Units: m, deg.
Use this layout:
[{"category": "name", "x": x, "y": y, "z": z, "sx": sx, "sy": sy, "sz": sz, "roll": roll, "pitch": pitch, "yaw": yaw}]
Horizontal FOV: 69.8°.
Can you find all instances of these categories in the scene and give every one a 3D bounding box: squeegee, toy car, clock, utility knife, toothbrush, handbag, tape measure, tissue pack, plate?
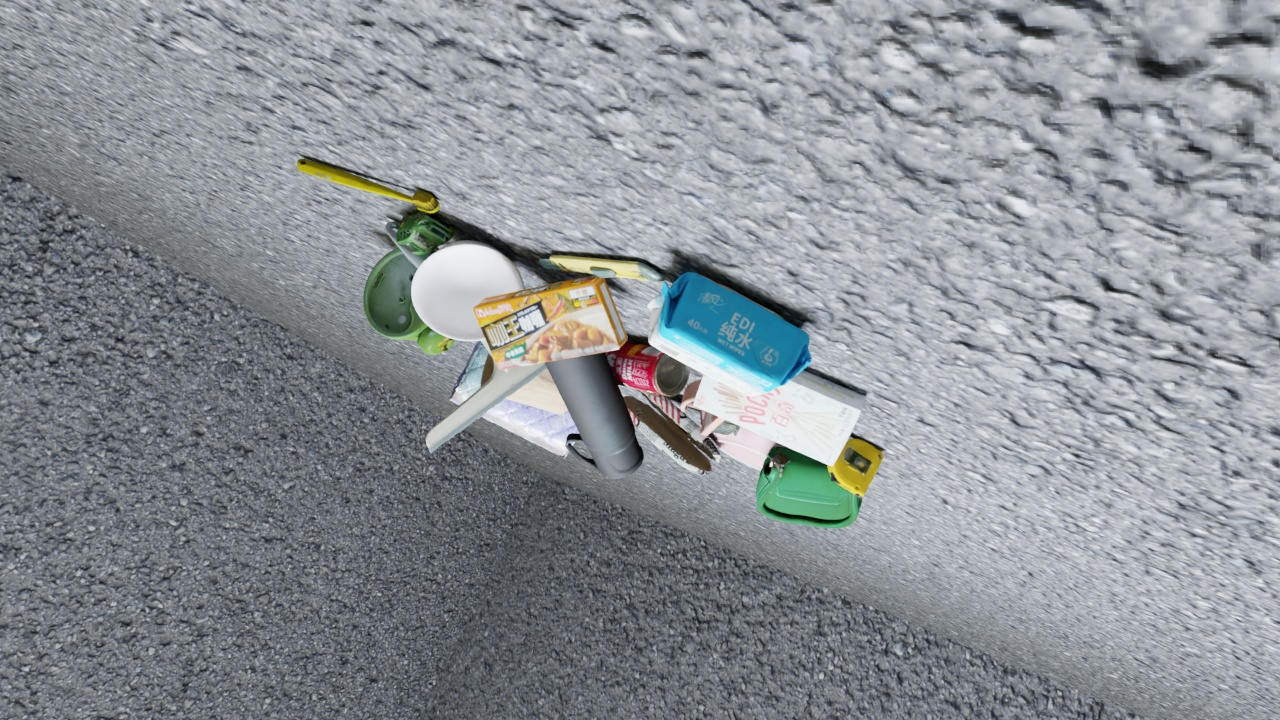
[{"category": "squeegee", "x": -0.210, "y": -0.067, "z": 1.042, "sx": 0.246, "sy": 0.245, "sz": 0.039, "roll": 52, "pitch": 153, "yaw": 2}, {"category": "toy car", "x": -0.234, "y": -0.137, "z": 0.989, "sx": 0.043, "sy": 0.036, "sz": 0.091, "roll": 34, "pitch": 161, "yaw": -27}, {"category": "clock", "x": -0.265, "y": -0.073, "z": 1.127, "sx": 0.161, "sy": 0.116, "sz": 0.056, "roll": 23, "pitch": 179, "yaw": 26}, {"category": "utility knife", "x": -0.043, "y": -0.090, "z": 0.870, "sx": 0.178, "sy": 0.019, "sz": 0.031, "roll": 17, "pitch": 160, "yaw": 49}, {"category": "toothbrush", "x": -0.283, "y": -0.182, "z": 0.940, "sx": 0.190, "sy": 0.015, "sz": 0.016, "roll": 20, "pitch": 162, "yaw": 24}, {"category": "handbag", "x": 0.210, "y": 0.151, "z": 1.128, "sx": 0.131, "sy": 0.067, "sz": 0.120, "roll": 7, "pitch": 149, "yaw": 7}, {"category": "tape measure", "x": 0.242, "y": 0.117, "z": 1.039, "sx": 0.057, "sy": 0.060, "sz": 0.029, "roll": 32, "pitch": 169, "yaw": -2}, {"category": "tissue pack", "x": 0.073, "y": -0.023, "z": 0.792, "sx": 0.140, "sy": 0.063, "sz": 0.090, "roll": 28, "pitch": 169, "yaw": -4}, {"category": "handbag", "x": -0.165, "y": 0.042, "z": 1.345, "sx": 0.194, "sy": 0.134, "sz": 0.076, "roll": 29, "pitch": 167, "yaw": -10}, {"category": "plate", "x": 0.163, "y": 0.118, "z": 1.234, "sx": 0.192, "sy": 0.039, "sz": 0.192, "roll": 24, "pitch": 167, "yaw": 6}]

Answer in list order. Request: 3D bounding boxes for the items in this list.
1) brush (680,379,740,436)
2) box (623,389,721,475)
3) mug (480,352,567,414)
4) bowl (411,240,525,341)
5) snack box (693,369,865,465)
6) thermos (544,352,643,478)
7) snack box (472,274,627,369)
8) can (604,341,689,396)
[{"category": "brush", "x": 0.087, "y": 0.044, "z": 1.031, "sx": 0.073, "sy": 0.063, "sz": 0.146, "roll": 15, "pitch": 167, "yaw": -2}, {"category": "box", "x": 0.036, "y": 0.101, "z": 1.260, "sx": 0.163, "sy": 0.077, "sz": 0.075, "roll": 39, "pitch": 178, "yaw": 19}, {"category": "mug", "x": -0.132, "y": -0.002, "z": 1.133, "sx": 0.103, "sy": 0.124, "sz": 0.084, "roll": 20, "pitch": 138, "yaw": -20}, {"category": "bowl", "x": -0.184, "y": -0.087, "z": 0.991, "sx": 0.118, "sy": 0.118, "sz": 0.064, "roll": 32, "pitch": -156, "yaw": -25}, {"category": "snack box", "x": 0.136, "y": 0.041, "z": 0.918, "sx": 0.157, "sy": 0.026, "sz": 0.085, "roll": 23, "pitch": 133, "yaw": 9}, {"category": "thermos", "x": -0.070, "y": 0.038, "z": 1.058, "sx": 0.090, "sy": 0.068, "sz": 0.243, "roll": -12, "pitch": 127, "yaw": 11}, {"category": "snack box", "x": -0.093, "y": -0.038, "z": 0.935, "sx": 0.154, "sy": 0.026, "sz": 0.075, "roll": -9, "pitch": 114, "yaw": 30}, {"category": "can", "x": -0.006, "y": 0.006, "z": 1.079, "sx": 0.133, "sy": 0.053, "sz": 0.053, "roll": 11, "pitch": 161, "yaw": 48}]
